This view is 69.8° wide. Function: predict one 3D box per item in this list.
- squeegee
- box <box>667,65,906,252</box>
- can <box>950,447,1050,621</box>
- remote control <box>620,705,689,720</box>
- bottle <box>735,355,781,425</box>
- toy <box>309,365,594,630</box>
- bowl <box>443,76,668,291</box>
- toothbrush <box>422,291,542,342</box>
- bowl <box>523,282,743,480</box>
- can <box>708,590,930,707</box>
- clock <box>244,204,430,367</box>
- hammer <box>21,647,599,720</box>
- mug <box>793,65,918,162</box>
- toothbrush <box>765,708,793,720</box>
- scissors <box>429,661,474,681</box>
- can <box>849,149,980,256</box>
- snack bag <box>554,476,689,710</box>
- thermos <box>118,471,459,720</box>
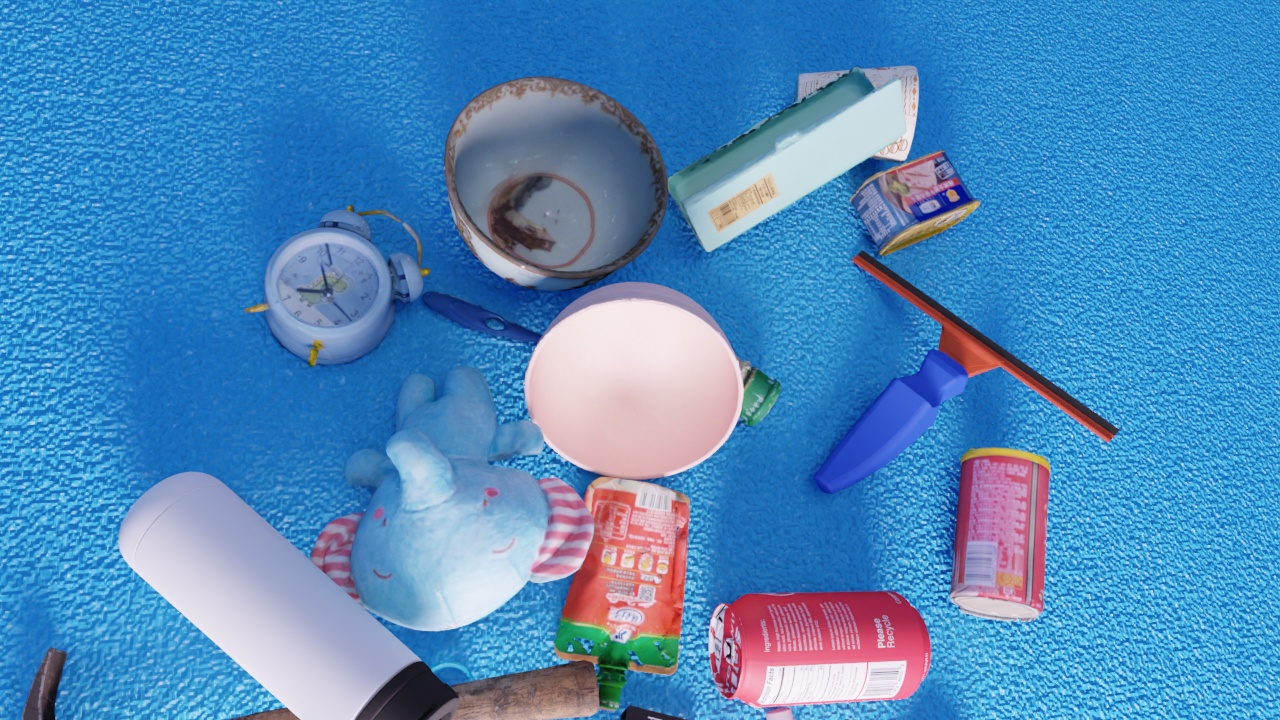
[{"bbox_3d":[0.208,0.041,0.728,0.184,0.055,0.249,-39,61,-16],"label":"squeegee"},{"bbox_3d":[0.113,-0.164,0.716,0.188,0.091,0.077,-29,83,4],"label":"box"},{"bbox_3d":[0.281,0.134,0.716,0.066,0.067,0.124,17,68,-11],"label":"can"},{"bbox_3d":[0.008,0.293,0.585,0.058,0.013,0.133,17,48,-11],"label":"remote control"},{"bbox_3d":[0.054,0.004,0.706,0.110,0.043,0.042,35,66,-2],"label":"bottle"},{"bbox_3d":[-0.126,0.081,0.590,0.183,0.115,0.180,-10,66,3],"label":"toy"},{"bbox_3d":[-0.069,-0.116,0.681,0.159,0.094,0.159,5,70,-15],"label":"bowl"},{"bbox_3d":[-0.100,-0.024,0.686,0.132,0.016,0.021,20,67,-7],"label":"toothbrush"},{"bbox_3d":[-0.004,0.004,0.648,0.153,0.153,0.076,18,34,-10],"label":"bowl"},{"bbox_3d":[0.125,0.200,0.642,0.142,0.075,0.074,3,71,-16],"label":"can"},{"bbox_3d":[-0.208,-0.056,0.643,0.089,0.052,0.124,40,66,1],"label":"clock"},{"bbox_3d":[-0.189,0.214,0.556,0.330,0.033,0.120,-4,68,-15],"label":"hammer"},{"bbox_3d":[0.184,-0.229,0.810,0.097,0.081,0.121,4,43,5],"label":"mug"},{"bbox_3d":[0.115,0.335,0.623,0.018,0.019,0.187,-7,74,-17],"label":"toothbrush"},{"bbox_3d":[-0.175,0.215,0.581,0.130,0.014,0.116,24,68,-8],"label":"scissors"},{"bbox_3d":[0.240,-0.139,0.805,0.099,0.054,0.059,-22,77,-23],"label":"can"},{"bbox_3d":[-0.010,0.162,0.638,0.087,0.044,0.155,11,73,-7],"label":"snack bag"},{"bbox_3d":[-0.211,0.165,0.524,0.230,0.069,0.101,34,60,15],"label":"thermos"}]
